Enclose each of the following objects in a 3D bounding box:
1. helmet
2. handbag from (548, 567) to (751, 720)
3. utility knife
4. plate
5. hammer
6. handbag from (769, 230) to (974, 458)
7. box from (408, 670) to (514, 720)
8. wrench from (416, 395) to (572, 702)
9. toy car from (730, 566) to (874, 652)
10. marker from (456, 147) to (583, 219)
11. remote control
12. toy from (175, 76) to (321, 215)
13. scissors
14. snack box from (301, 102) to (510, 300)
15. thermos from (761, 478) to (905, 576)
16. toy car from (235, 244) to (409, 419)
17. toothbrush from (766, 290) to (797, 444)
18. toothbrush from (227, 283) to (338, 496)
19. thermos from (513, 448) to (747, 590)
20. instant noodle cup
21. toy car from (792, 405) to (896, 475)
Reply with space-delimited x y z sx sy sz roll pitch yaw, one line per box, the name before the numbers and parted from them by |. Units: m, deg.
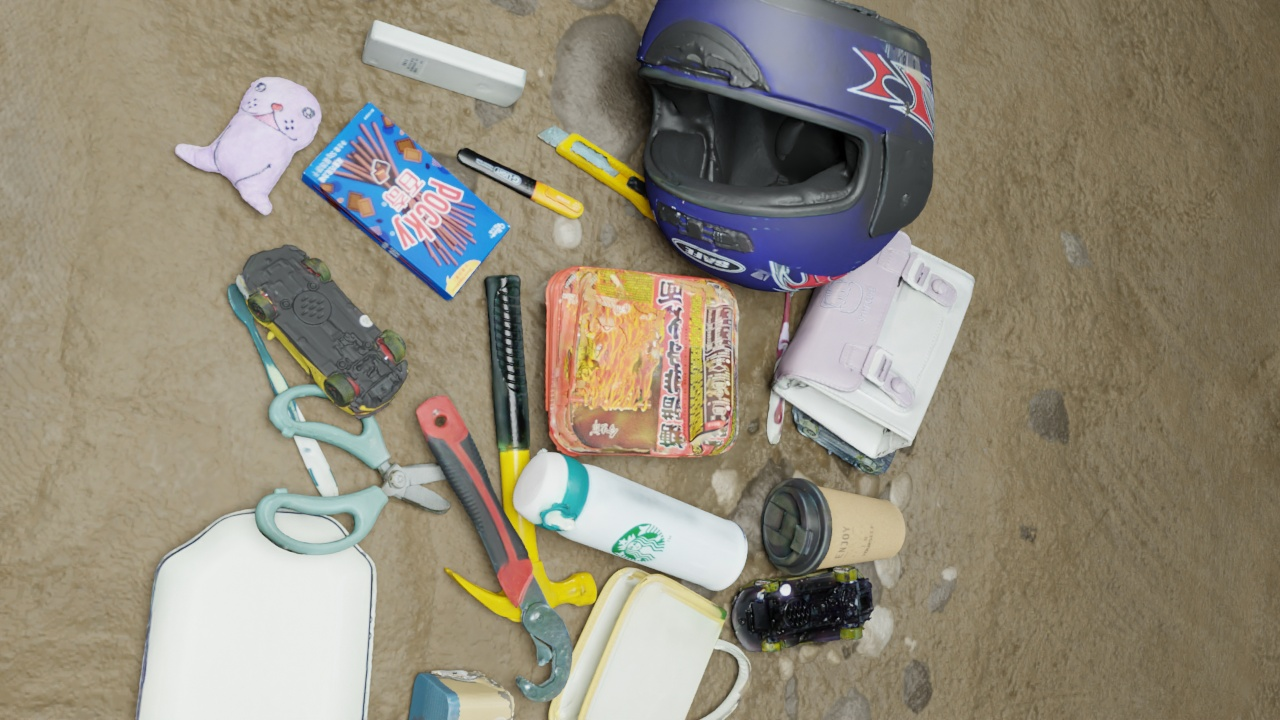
helmet | 0.114 -0.180 0.789 0.314 0.247 0.241 -9 117 -56
handbag | 0.020 0.290 0.831 0.178 0.063 0.163 34 72 -28
utility knife | -0.020 -0.172 0.869 0.173 0.015 0.033 29 71 -20
plate | -0.292 0.246 0.701 0.161 0.034 0.265 5 84 -25
hammer | -0.111 0.076 0.799 0.128 0.033 0.300 -3 87 -26
handbag | 0.231 -0.026 0.914 0.145 0.099 0.196 28 67 -1
box | -0.152 0.346 0.728 0.062 0.090 0.184 13 79 -30
wrench | -0.118 0.156 0.762 0.056 0.016 0.273 -24 97 -25
toy car | 0.160 0.243 0.904 0.158 0.042 0.070 -3 87 -19
marker | -0.107 -0.160 0.828 0.123 0.015 0.018 24 72 -20
remote control | -0.167 -0.252 0.786 0.135 0.056 0.019 12 80 -23
toy | -0.301 -0.179 0.728 0.084 0.039 0.107 33 74 -10
scissors | -0.227 0.105 0.727 0.177 0.019 0.169 36 50 -26
snack box | -0.196 -0.133 0.779 0.157 0.026 0.084 41 70 -16
thermos | 0.189 0.165 0.902 0.143 0.093 0.093 9 82 -31
toy car | -0.252 -0.025 0.732 0.156 0.041 0.071 48 54 -6
toothbrush | 0.147 -0.008 0.932 0.016 0.017 0.187 12 81 -23
toothbrush | -0.285 0.028 0.733 0.016 0.018 0.191 -27 100 -30
thermos | -0.007 0.141 0.796 0.224 0.073 0.073 27 75 -33
instant noodle cup | -0.005 0.005 0.827 0.188 0.079 0.164 4 84 -26
toy car | 0.210 0.072 0.945 0.120 0.037 0.054 32 69 -9
